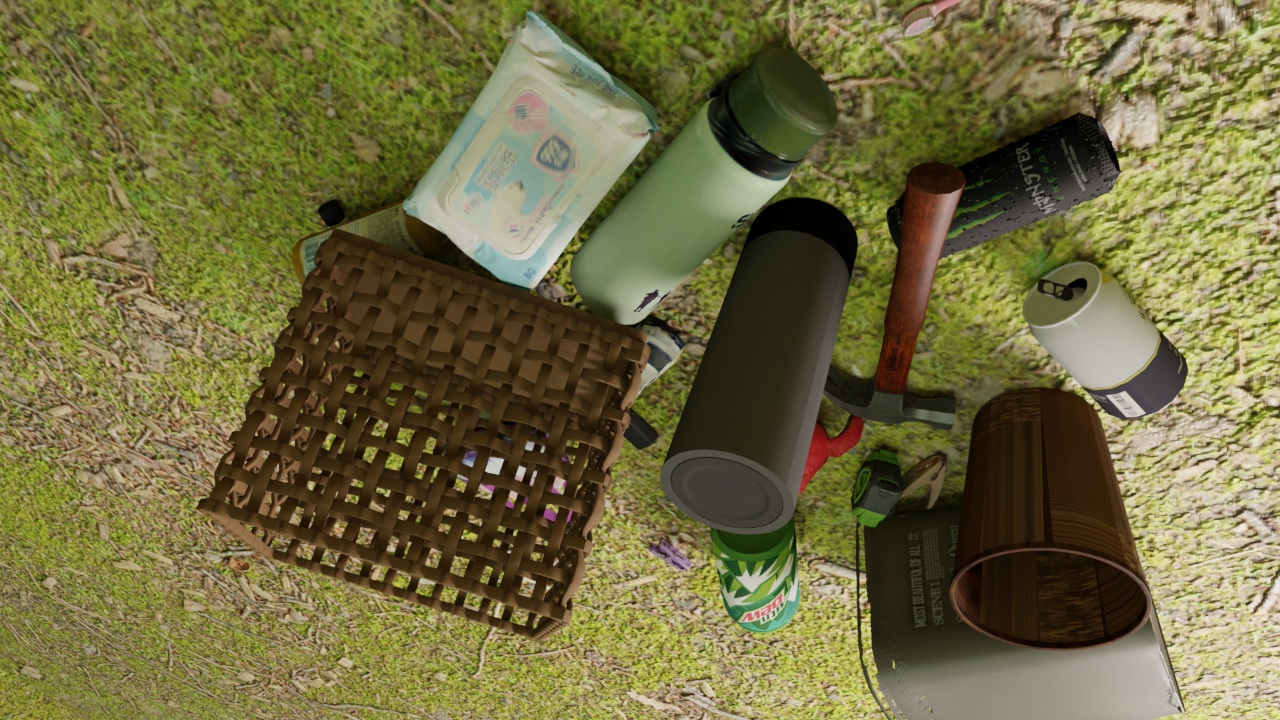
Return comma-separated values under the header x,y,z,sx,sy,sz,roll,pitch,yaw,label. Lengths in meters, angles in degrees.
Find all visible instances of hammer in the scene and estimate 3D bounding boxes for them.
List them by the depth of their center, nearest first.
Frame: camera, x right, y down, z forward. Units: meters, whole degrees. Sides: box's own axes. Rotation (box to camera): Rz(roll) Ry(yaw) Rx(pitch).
x,y,z,sx,sy,sz,roll,pitch,yaw,label
0.188,-0.031,0.653,0.111,0.028,0.301,8,152,13,hammer

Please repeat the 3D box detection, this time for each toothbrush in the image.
x,y,z,sx,sy,sz,roll,pitch,yaw,label
0.209,-0.220,0.516,0.135,0.016,0.021,-22,125,36,toothbrush

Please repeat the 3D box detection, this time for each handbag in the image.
x,y,z,sx,sy,sz,roll,pitch,yaw,label
-0.117,0.124,0.941,0.145,0.067,0.170,-13,127,32,handbag

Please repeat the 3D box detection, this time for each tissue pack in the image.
x,y,z,sx,sy,sz,roll,pitch,yaw,label
-0.080,-0.136,0.642,0.112,0.069,0.182,34,118,-16,tissue pack

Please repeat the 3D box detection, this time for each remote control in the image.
x,y,z,sx,sy,sz,roll,pitch,yaw,label
-0.038,0.040,0.872,0.032,0.015,0.136,-25,121,37,remote control

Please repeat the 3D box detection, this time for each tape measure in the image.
x,y,z,sx,sy,sz,roll,pitch,yaw,label
0.216,0.115,0.826,0.036,0.058,0.066,16,135,2,tape measure

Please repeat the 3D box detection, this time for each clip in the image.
x,y,z,sx,sy,sz,roll,pitch,yaw,label
0.263,0.111,0.831,0.039,0.024,0.060,31,132,-12,clip
0.030,0.221,1.037,0.041,0.014,0.052,-14,126,31,clip

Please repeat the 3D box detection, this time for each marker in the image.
x,y,z,sx,sy,sz,roll,pitch,yaw,label
-0.242,-0.078,0.823,0.019,0.019,0.146,-4,132,24,marker

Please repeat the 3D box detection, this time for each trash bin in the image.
x,y,z,sx,sy,sz,roll,pitch,yaw,label
0.333,0.232,0.817,0.221,0.196,0.197,-18,125,26,trash bin

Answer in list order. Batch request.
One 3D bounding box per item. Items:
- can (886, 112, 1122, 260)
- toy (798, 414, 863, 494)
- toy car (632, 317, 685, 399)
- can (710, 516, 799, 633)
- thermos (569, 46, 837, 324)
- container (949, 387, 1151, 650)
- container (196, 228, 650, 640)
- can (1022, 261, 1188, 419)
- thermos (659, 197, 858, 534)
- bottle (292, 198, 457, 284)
x,y,z,sx,sy,sz,roll,pitch,yaw,label
0.232,-0.109,0.594,0.138,0.053,0.054,-22,123,36,can
0.123,0.064,0.796,0.133,0.087,0.094,-12,118,28,toy
-0.005,0.005,0.814,0.048,0.033,0.106,31,137,-15,toy car
0.120,0.210,0.940,0.083,0.082,0.144,3,135,17,can
0.037,-0.119,0.643,0.082,0.082,0.232,33,136,-15,thermos
0.311,0.115,0.711,0.132,0.166,0.132,10,137,10,container
-0.156,0.072,0.723,0.251,0.213,0.220,18,158,-4,container
0.325,-0.016,0.648,0.127,0.064,0.064,39,134,-20,can
0.087,-0.006,0.620,0.082,0.239,0.082,14,140,12,thermos
-0.193,-0.102,0.745,0.186,0.053,0.053,-16,127,20,bottle
